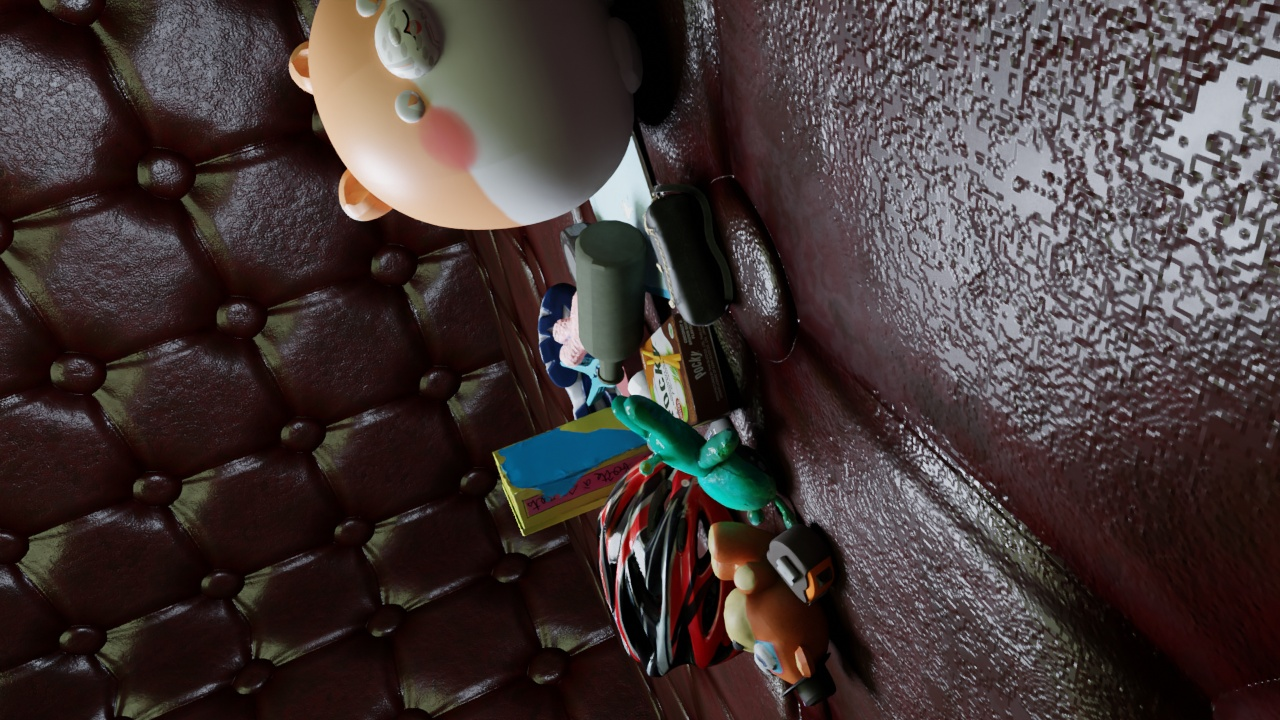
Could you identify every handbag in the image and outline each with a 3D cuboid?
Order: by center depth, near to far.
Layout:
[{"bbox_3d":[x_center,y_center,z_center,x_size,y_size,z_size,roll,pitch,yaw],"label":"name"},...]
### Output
[{"bbox_3d":[0.038,-0.087,0.771,0.079,0.054,0.128,-113,2,-75],"label":"handbag"}]

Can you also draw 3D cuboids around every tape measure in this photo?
[{"bbox_3d":[0.134,0.171,0.771,0.058,0.038,0.059,51,157,22],"label":"tape measure"}]

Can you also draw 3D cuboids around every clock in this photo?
[{"bbox_3d":[-0.059,-0.115,1.091,0.091,0.043,0.123,-126,18,-55],"label":"clock"},{"bbox_3d":[-0.006,0.006,1.102,0.096,0.048,0.137,106,141,-71],"label":"clock"}]

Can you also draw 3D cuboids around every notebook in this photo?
[{"bbox_3d":[-0.017,-0.155,0.969,0.253,0.009,0.181,-151,40,-71],"label":"notebook"}]

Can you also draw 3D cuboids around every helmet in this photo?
[{"bbox_3d":[0.036,0.239,1.085,0.218,0.166,0.272,17,118,60],"label":"helmet"}]

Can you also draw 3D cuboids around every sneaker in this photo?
[{"bbox_3d":[-0.087,0.002,1.364,0.132,0.103,0.269,-121,11,-65],"label":"sneaker"}]

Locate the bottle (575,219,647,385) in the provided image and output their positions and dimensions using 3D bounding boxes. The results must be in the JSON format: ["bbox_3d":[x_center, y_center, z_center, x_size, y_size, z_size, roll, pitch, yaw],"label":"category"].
[{"bbox_3d":[-0.031,-0.050,0.971,0.207,0.071,0.071,92,155,-49],"label":"bottle"}]

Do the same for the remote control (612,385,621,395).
[{"bbox_3d":[-0.033,-0.002,1.255,0.060,0.028,0.114,-129,21,-56],"label":"remote control"}]

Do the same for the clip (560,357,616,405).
[{"bbox_3d":[-0.062,0.008,1.236,0.103,0.027,0.120,56,148,-11],"label":"clip"}]

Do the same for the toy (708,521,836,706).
[{"bbox_3d":[0.121,0.227,0.837,0.176,0.096,0.112,47,166,27],"label":"toy"}]

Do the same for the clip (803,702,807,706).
[{"bbox_3d":[0.176,0.355,0.981,0.051,0.014,0.045,123,125,-78],"label":"clip"}]

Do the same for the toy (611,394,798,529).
[{"bbox_3d":[0.055,0.091,0.816,0.193,0.072,0.131,34,167,-15],"label":"toy"}]

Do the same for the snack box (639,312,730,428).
[{"bbox_3d":[0.040,0.018,0.920,0.186,0.031,0.101,136,121,-77],"label":"snack box"}]

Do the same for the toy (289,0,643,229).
[{"bbox_3d":[-0.142,-0.234,0.754,0.265,0.281,0.263,-32,-79,-82],"label":"toy"}]

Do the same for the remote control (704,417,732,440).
[{"bbox_3d":[0.078,0.095,0.958,0.147,0.015,0.033,102,150,-69],"label":"remote control"}]

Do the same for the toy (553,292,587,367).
[{"bbox_3d":[-0.069,-0.042,1.197,0.053,0.105,0.108,22,-141,-55],"label":"toy"}]

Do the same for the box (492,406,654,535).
[{"bbox_3d":[-0.083,0.144,1.264,0.124,0.220,0.080,47,156,55],"label":"box"}]

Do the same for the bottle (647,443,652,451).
[{"bbox_3d":[0.028,0.087,1.132,0.113,0.030,0.030,105,142,-71],"label":"bottle"}]
